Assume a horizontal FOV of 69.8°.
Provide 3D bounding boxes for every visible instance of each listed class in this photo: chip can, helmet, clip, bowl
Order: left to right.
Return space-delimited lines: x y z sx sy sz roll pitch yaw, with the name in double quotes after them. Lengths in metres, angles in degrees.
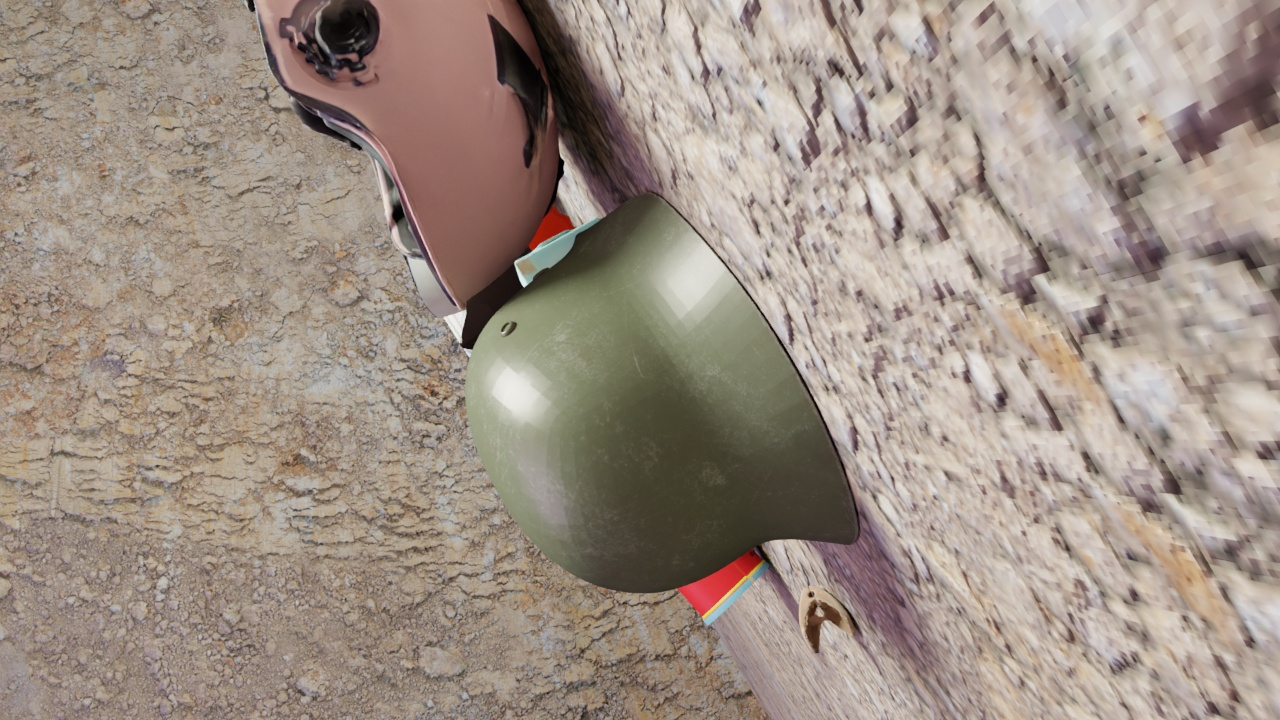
-0.134 -0.162 0.567 0.255 0.152 0.230 56 170 21 "helmet"
-0.182 -0.124 0.922 0.153 0.073 0.153 -8 -92 -85 "bowl"
-0.017 0.036 0.537 0.227 0.153 0.267 64 173 -32 "helmet"
0.019 0.142 0.872 0.213 0.087 0.087 46 171 13 "chip can"
0.121 0.178 0.641 0.050 0.060 0.026 1 126 51 "clip"

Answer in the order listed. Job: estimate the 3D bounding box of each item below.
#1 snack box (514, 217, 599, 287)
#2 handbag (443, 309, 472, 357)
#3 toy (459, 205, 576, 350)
-0.023 -0.016 0.706 0.174 0.075 0.053 59 175 7 "snack box"
-0.159 -0.089 1.059 0.126 0.158 0.069 57 176 7 "handbag"
-0.105 -0.051 0.876 0.159 0.140 0.184 55 175 -2 "toy"
